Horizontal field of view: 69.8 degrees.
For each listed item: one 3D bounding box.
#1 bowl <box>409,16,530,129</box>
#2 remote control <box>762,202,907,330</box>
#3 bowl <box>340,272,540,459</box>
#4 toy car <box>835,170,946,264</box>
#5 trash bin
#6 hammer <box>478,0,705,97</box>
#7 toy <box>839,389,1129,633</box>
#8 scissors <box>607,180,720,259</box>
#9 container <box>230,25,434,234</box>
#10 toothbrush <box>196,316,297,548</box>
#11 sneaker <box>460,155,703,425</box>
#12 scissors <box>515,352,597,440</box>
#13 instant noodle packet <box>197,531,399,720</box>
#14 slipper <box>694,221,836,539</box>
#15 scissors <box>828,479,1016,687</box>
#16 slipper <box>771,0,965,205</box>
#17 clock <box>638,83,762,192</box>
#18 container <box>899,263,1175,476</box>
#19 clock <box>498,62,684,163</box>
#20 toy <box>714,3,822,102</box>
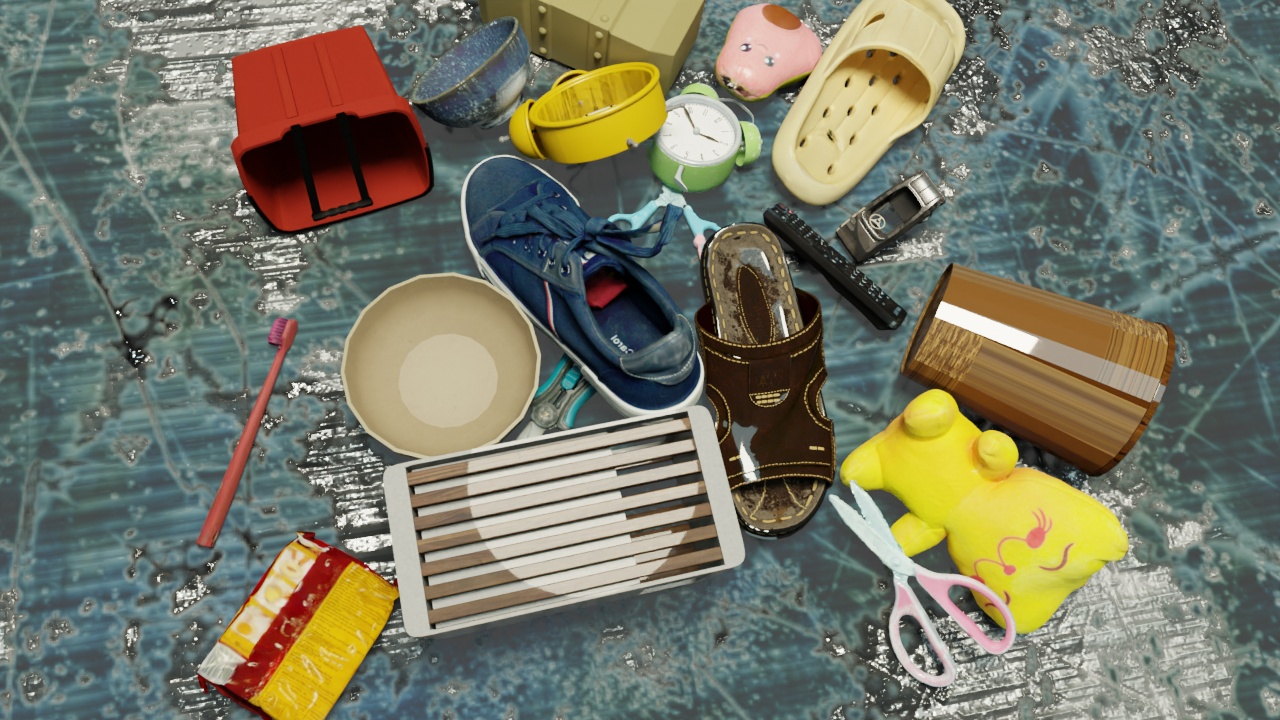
[{"bbox_3d":[-0.136,-0.239,0.798,0.114,0.114,0.061,-52,126,-17],"label":"bowl"},{"bbox_3d":[0.166,-0.080,0.796,0.150,0.047,0.022,43,117,7],"label":"remote control"},{"bbox_3d":[-0.156,0.010,0.732,0.152,0.050,0.152,1,72,-5],"label":"bowl"},{"bbox_3d":[0.217,-0.126,0.801,0.092,0.037,0.040,-36,78,19],"label":"toy car"},{"bbox_3d":[-0.056,0.122,0.672,0.228,0.115,0.114,-11,74,-8],"label":"trash bin"},{"bbox_3d":[-0.034,-0.358,0.714,0.190,0.325,0.100,25,72,3],"label":"hammer"},{"bbox_3d":[0.260,0.113,0.719,0.194,0.135,0.087,40,30,12],"label":"toy"},{"bbox_3d":[0.020,-0.128,0.814,0.133,0.015,0.135,-22,69,-14],"label":"scissors"},{"bbox_3d":[-0.244,-0.159,0.738,0.148,0.127,0.200,-18,65,-10],"label":"container"},{"bbox_3d":[-0.311,0.053,0.723,0.016,0.016,0.189,13,72,4],"label":"toothbrush"},{"bbox_3d":[-0.052,-0.089,0.716,0.120,0.127,0.294,-33,60,-15],"label":"sneaker"},{"bbox_3d":[-0.063,0.020,0.751,0.127,0.019,0.142,-5,78,0],"label":"scissors"},{"bbox_3d":[-0.248,0.201,0.670,0.098,0.040,0.135,29,71,5],"label":"instant noodle packet"},{"bbox_3d":[0.100,0.007,0.739,0.113,0.076,0.267,-3,75,-7],"label":"slipper"},{"bbox_3d":[0.195,0.174,0.711,0.179,0.016,0.103,44,111,11],"label":"scissors"},{"bbox_3d":[0.214,-0.251,0.822,0.111,0.079,0.261,40,75,-8],"label":"slipper"},{"bbox_3d":[0.052,-0.197,0.815,0.119,0.043,0.094,-37,74,-21],"label":"clock"},{"bbox_3d":[0.311,-0.001,0.742,0.167,0.132,0.132,24,72,9],"label":"container"},{"bbox_3d":[-0.045,-0.209,0.778,0.152,0.052,0.113,10,45,39],"label":"clock"},{"bbox_3d":[0.114,-0.279,0.845,0.090,0.051,0.109,35,69,-1],"label":"toy"}]
